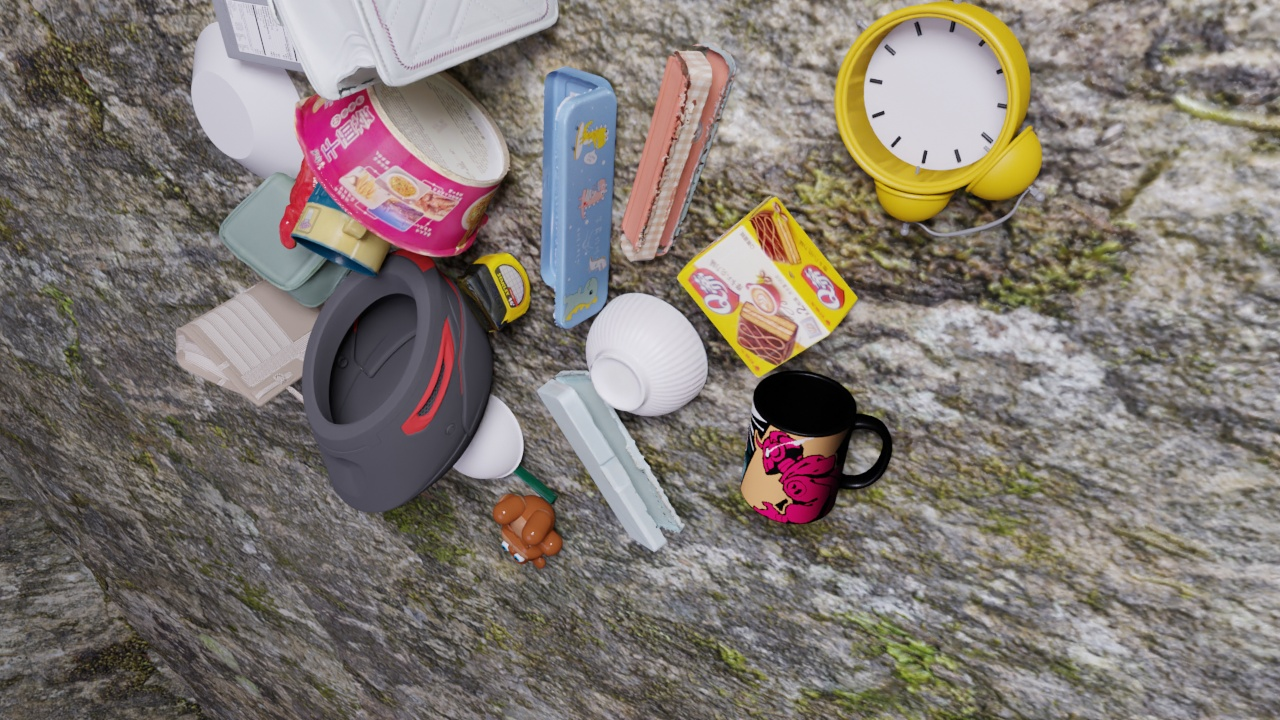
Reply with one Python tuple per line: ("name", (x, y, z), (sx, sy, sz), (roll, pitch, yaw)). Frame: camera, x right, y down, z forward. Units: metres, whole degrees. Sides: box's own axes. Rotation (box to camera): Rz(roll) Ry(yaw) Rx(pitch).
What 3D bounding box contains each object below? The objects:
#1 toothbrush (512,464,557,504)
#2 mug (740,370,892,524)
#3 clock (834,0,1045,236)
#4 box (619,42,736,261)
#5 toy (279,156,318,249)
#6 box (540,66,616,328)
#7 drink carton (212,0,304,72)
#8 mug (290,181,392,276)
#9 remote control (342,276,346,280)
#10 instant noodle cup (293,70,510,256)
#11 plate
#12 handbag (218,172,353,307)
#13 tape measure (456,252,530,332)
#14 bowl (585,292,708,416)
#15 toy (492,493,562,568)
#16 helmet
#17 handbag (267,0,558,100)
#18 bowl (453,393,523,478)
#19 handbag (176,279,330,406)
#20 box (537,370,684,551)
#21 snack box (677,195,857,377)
("toothbrush", (-0.173, 0.105, 1.056), (0.190, 0.016, 0.017), (37, 117, 10))
("mug", (0.146, 0.073, 0.755), (0.118, 0.081, 0.098), (5, 127, 2))
("clock", (0.188, -0.152, 0.577), (0.114, 0.051, 0.152), (-11, 108, 41))
("box", (0.027, -0.158, 0.714), (0.058, 0.062, 0.189), (56, 145, 29))
("toy", (-0.290, -0.154, 0.890), (0.094, 0.132, 0.088), (36, 146, -1))
("box", (-0.066, -0.133, 0.772), (0.074, 0.077, 0.209), (25, 131, 26))
("drink carton", (-0.336, -0.313, 0.862), (0.125, 0.048, 0.076), (18, 129, 27))
("mug", (-0.249, -0.140, 0.823), (0.083, 0.107, 0.114), (29, 170, -25))
("remote control", (-0.360, -0.113, 1.039), (0.143, 0.024, 0.050), (34, 135, 13))
("instant noodle cup", (-0.186, -0.181, 0.768), (0.078, 0.178, 0.178), (-37, 94, 29))
("plate", (-0.429, -0.265, 0.975), (0.174, 0.036, 0.174), (20, 130, 25))
("handbag", (-0.367, -0.127, 0.983), (0.122, 0.106, 0.067), (35, 169, 13))
("tape measure", (-0.137, -0.069, 0.873), (0.037, 0.064, 0.065), (0, 129, 46))
("bowl", (-0.005, 0.005, 0.825), (0.118, 0.062, 0.118), (20, 130, 25))
("toy", (-0.137, 0.204, 1.069), (0.095, 0.065, 0.128), (40, 141, 17))
("helmet", (-0.237, 0.028, 0.930), (0.164, 0.169, 0.264), (27, 91, 27))
("handbag", (-0.163, -0.279, 0.648), (0.096, 0.197, 0.142), (2, 120, 38))
("bowl", (-0.189, 0.090, 1.023), (0.110, 0.040, 0.110), (10, 114, 24))
("handbag", (-0.373, -0.004, 1.023), (0.198, 0.175, 0.062), (36, 135, 8))
("box", (-0.032, 0.101, 0.916), (0.083, 0.065, 0.199), (-13, 116, 44))
("snack box", (0.096, -0.056, 0.705), (0.106, 0.061, 0.084), (51, 136, -3))
